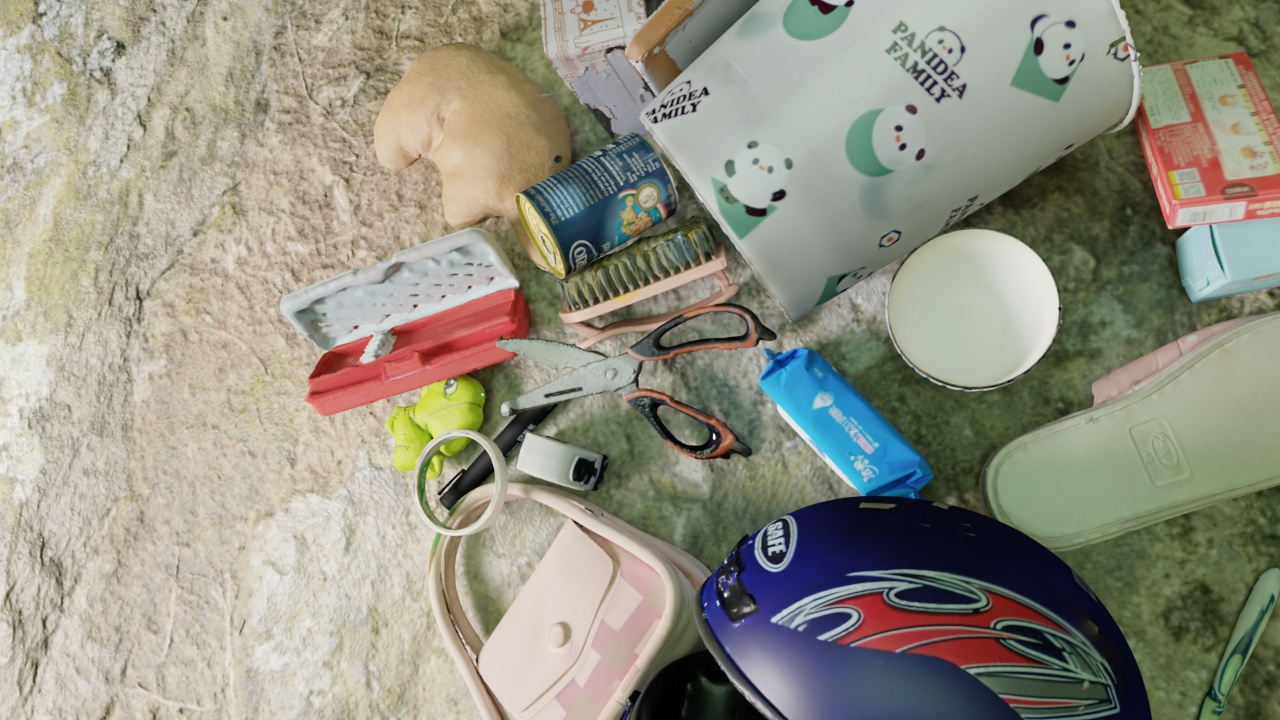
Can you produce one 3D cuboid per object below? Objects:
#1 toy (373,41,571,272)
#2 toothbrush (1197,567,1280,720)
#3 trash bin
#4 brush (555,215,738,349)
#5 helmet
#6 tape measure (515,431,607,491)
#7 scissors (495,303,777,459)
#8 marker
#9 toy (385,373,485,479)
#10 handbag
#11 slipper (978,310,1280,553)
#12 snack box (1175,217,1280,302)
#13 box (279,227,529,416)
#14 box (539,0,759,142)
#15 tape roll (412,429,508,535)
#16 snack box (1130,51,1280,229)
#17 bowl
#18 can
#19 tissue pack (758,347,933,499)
[{"bbox_3d":[-0.122,-0.176,0.781,0.226,0.082,0.143,41,101,11],"label":"toy"},{"bbox_3d":[0.390,0.227,0.618,0.016,0.018,0.191,25,90,17],"label":"toothbrush"},{"bbox_3d":[0.152,-0.171,0.627,0.252,0.229,0.229,-37,75,8],"label":"trash bin"},{"bbox_3d":[0.002,-0.058,0.740,0.146,0.063,0.073,-21,108,12],"label":"brush"},{"bbox_3d":[0.139,0.204,0.563,0.315,0.247,0.240,5,101,4],"label":"helmet"},{"bbox_3d":[-0.065,0.080,0.734,0.066,0.066,0.033,15,85,16],"label":"tape measure"},{"bbox_3d":[0.001,0.013,0.723,0.225,0.015,0.189,39,95,-2],"label":"scissors"},{"bbox_3d":[-0.121,0.075,0.774,0.132,0.020,0.022,-46,79,6],"label":"marker"},{"bbox_3d":[-0.172,0.051,0.785,0.100,0.031,0.096,-17,78,17],"label":"toy"},{"bbox_3d":[-0.073,0.193,0.723,0.234,0.093,0.193,35,93,27],"label":"handbag"},{"bbox_3d":[0.366,0.051,0.630,0.274,0.054,0.114,-27,77,7],"label":"slipper"},{"bbox_3d":[0.464,-0.085,0.611,0.175,0.074,0.051,-12,80,13],"label":"snack box"},{"bbox_3d":[-0.201,-0.037,0.766,0.202,0.101,0.095,-17,35,12],"label":"box"},{"bbox_3d":[0.037,-0.259,0.692,0.185,0.182,0.154,-10,80,13],"label":"box"},{"bbox_3d":[-0.147,0.099,0.744,0.086,0.014,0.085,-5,79,24],"label":"tape roll"},{"bbox_3d":[0.386,-0.153,0.624,0.075,0.025,0.152,-5,49,18],"label":"snack box"},{"bbox_3d":[0.239,-0.032,0.668,0.116,0.066,0.116,-2,81,14],"label":"bowl"},{"bbox_3d":[-0.034,-0.125,0.732,0.111,0.075,0.075,-31,75,-13],"label":"can"},{"bbox_3d":[0.148,0.051,0.668,0.052,0.095,0.157,-45,76,6],"label":"tissue pack"}]
